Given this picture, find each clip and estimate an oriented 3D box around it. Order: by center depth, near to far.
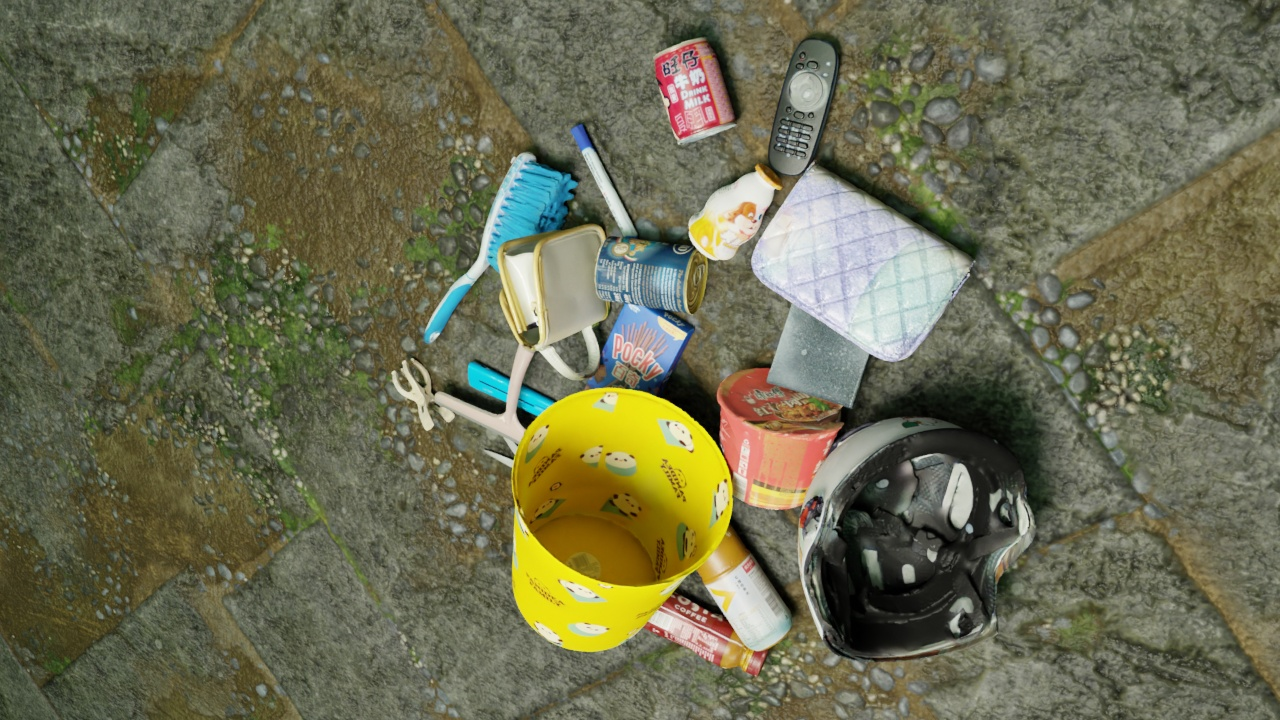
[{"bbox_3d":[-0.294,0.045,1.238,0.035,0.071,0.100,-41,80,28],"label":"clip"}]

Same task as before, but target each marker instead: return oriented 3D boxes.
[{"bbox_3d":[-0.040,-0.202,1.053,0.017,0.016,0.146,-25,94,29],"label":"marker"}]

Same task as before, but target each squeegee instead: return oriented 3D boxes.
[{"bbox_3d":[-0.139,-0.008,1.131,0.248,0.040,0.250,24,106,22],"label":"squeegee"}]

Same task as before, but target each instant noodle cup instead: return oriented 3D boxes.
[{"bbox_3d":[0.143,0.087,0.997,0.138,0.137,0.109,18,122,19],"label":"instant noodle cup"}]

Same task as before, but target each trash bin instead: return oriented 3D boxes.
[{"bbox_3d":[-0.041,0.196,1.033,0.229,0.228,0.256,34,143,12],"label":"trash bin"}]

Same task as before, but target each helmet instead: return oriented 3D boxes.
[{"bbox_3d":[0.260,0.166,0.940,0.230,0.156,0.274,-3,110,-9],"label":"helmet"}]

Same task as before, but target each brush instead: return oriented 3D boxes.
[{"bbox_3d":[-0.181,-0.117,1.130,0.109,0.060,0.315,37,120,17],"label":"brush"}]

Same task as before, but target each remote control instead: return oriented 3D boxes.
[{"bbox_3d":[0.166,-0.256,0.934,0.053,0.024,0.137,21,113,20],"label":"remote control"}]

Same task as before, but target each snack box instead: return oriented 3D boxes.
[{"bbox_3d":[-0.006,0.006,1.097,0.084,0.026,0.157,33,117,14],"label":"snack box"}]

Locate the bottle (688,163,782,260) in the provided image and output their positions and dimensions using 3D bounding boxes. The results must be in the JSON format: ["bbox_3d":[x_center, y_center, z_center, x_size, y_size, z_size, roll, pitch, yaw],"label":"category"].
[{"bbox_3d":[0.102,-0.158,0.973,0.063,0.063,0.109,47,118,5],"label":"bottle"}]

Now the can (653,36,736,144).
[{"bbox_3d":[0.055,-0.280,0.954,0.067,0.066,0.094,-14,100,28],"label":"can"}]

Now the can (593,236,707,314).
[{"bbox_3d":[0.011,-0.096,1.025,0.111,0.075,0.075,10,110,19],"label":"can"}]

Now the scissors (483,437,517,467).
[{"bbox_3d":[-0.134,0.160,1.215,0.163,0.012,0.164,-1,105,27],"label":"scissors"}]

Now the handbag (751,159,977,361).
[{"bbox_3d":[0.218,-0.095,0.926,0.194,0.075,0.134,35,100,11],"label":"handbag"}]

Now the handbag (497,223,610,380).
[{"bbox_3d":[-0.092,-0.058,1.038,0.063,0.163,0.179,0,105,27],"label":"handbag"}]

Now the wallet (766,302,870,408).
[{"bbox_3d":[0.198,-0.020,0.976,0.097,0.019,0.121,18,89,18],"label":"wallet"}]

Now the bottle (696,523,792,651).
[{"bbox_3d":[0.107,0.253,1.097,0.068,0.067,0.189,-35,86,29],"label":"bottle"}]

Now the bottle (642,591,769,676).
[{"bbox_3d":[0.074,0.337,1.146,0.175,0.057,0.057,23,114,17],"label":"bottle"}]

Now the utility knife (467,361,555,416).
[{"bbox_3d":[-0.121,0.061,1.174,0.238,0.018,0.034,24,114,16],"label":"utility knife"}]
